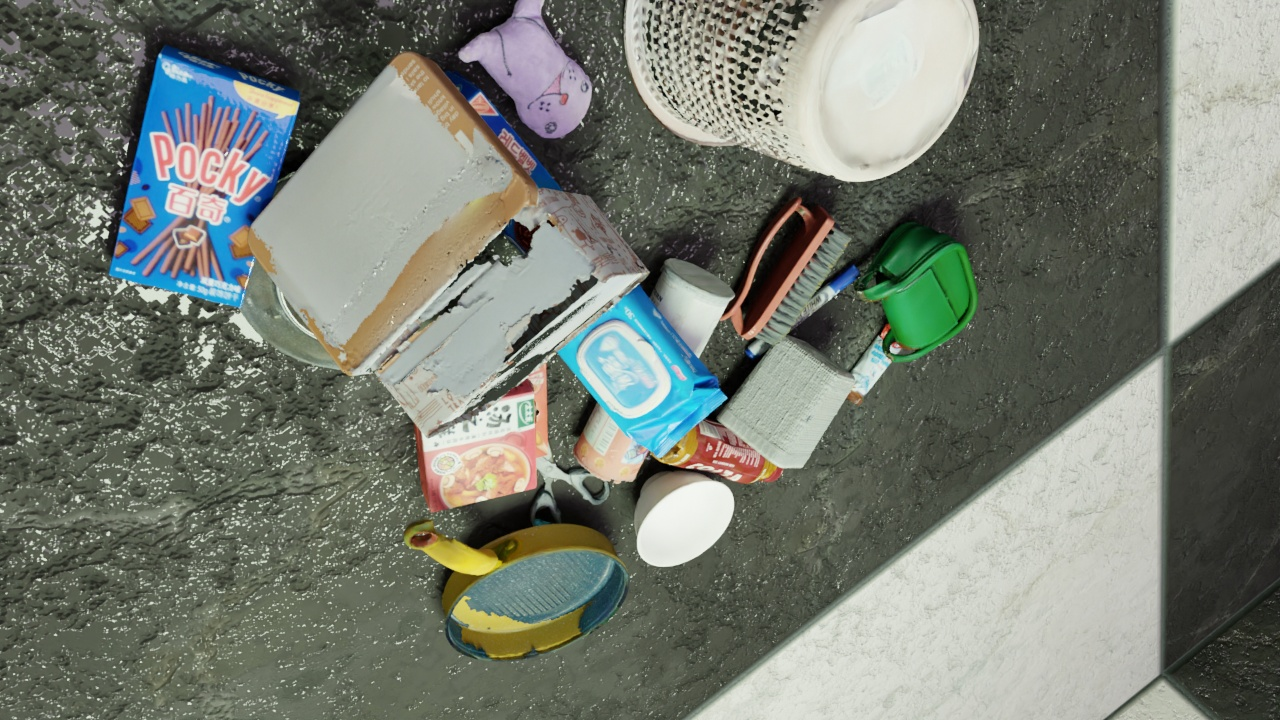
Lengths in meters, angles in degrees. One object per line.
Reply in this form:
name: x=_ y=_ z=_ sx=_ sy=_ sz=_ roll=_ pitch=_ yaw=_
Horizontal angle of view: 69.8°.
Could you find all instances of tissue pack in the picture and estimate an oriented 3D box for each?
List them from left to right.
tissue pack: x=-0.005 y=0.005 z=0.807 sx=0.095 sy=0.157 sz=0.052 roll=-40 pitch=180 yaw=23

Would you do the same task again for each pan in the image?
pan: x=-0.132 y=0.214 z=0.896 sx=0.198 sy=0.078 sz=0.357 roll=-29 pitch=138 yaw=3

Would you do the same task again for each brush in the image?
brush: x=0.136 y=-0.084 z=0.893 sx=0.069 sy=0.063 sz=0.146 roll=28 pitch=109 yaw=-10

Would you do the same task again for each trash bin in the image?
trash bin: x=0.128 y=-0.237 z=0.680 sx=0.227 sy=0.192 sz=0.228 roll=-16 pitch=129 yaw=-21

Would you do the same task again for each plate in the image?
plate: x=-0.215 y=-0.063 z=0.693 sx=0.179 sy=0.024 sz=0.180 roll=-12 pitch=129 yaw=-15

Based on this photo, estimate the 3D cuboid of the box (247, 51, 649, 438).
box: x=-0.133 y=-0.076 z=0.638 sx=0.183 sy=0.193 sz=0.156 roll=-40 pitch=176 yaw=14

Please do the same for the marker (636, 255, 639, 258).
marker: x=-0.055 y=-0.066 z=0.814 sx=0.123 sy=0.015 sz=0.018 roll=-26 pitch=134 yaw=-17

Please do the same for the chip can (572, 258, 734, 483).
chip can: x=0.008 y=0.013 z=0.873 sx=0.071 sy=0.071 sz=0.215 roll=11 pitch=117 yaw=-37

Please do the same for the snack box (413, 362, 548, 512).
snack box: x=-0.138 y=0.070 z=0.835 sx=0.127 sy=0.044 sz=0.113 roll=-12 pitch=126 yaw=-20

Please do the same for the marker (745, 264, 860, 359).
marker: x=0.170 y=-0.051 z=0.964 sx=0.146 sy=0.017 sz=0.017 roll=-38 pitch=134 yaw=-2

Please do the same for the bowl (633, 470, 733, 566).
bowl: x=0.035 y=0.159 z=1.001 sx=0.118 sy=0.064 sz=0.118 roll=-17 pitch=130 yaw=-22

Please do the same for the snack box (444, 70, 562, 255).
snack box: x=-0.095 y=-0.126 z=0.714 sx=0.058 sy=0.057 sz=0.207 roll=-43 pitch=134 yaw=-1

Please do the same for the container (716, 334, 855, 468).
container: x=0.157 y=0.041 z=0.964 sx=0.114 sy=0.090 sz=0.090 roll=-57 pitch=154 yaw=11

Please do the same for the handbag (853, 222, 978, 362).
handbag: x=0.293 y=-0.073 z=0.983 sx=0.120 sy=0.068 sz=0.131 roll=-39 pitch=133 yaw=-6

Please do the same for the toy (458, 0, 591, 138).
toy: x=-0.075 y=-0.213 z=0.675 sx=0.084 sy=0.039 sz=0.108 roll=-47 pitch=133 yaw=-6

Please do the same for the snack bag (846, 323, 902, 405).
snack bag: x=0.270 y=0.004 z=1.060 sx=0.048 sy=0.026 sz=0.104 roll=32 pitch=101 yaw=-28

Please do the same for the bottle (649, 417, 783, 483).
bottle: x=0.088 y=0.098 z=0.993 sx=0.174 sy=0.057 sz=0.057 roll=20 pitch=110 yaw=-40

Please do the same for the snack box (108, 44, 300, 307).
snack box: x=-0.290 y=-0.117 z=0.610 sx=0.084 sy=0.026 sz=0.157 roll=15 pitch=114 yaw=-25

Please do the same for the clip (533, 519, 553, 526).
clip: x=-0.093 y=0.178 z=0.950 sx=0.056 sy=0.015 sz=0.049 roll=18 pitch=119 yaw=-39

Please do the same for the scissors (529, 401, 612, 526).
scissors: x=-0.090 y=0.114 z=0.925 sx=0.159 sy=0.014 sz=0.171 roll=8 pitch=117 yaw=-36
